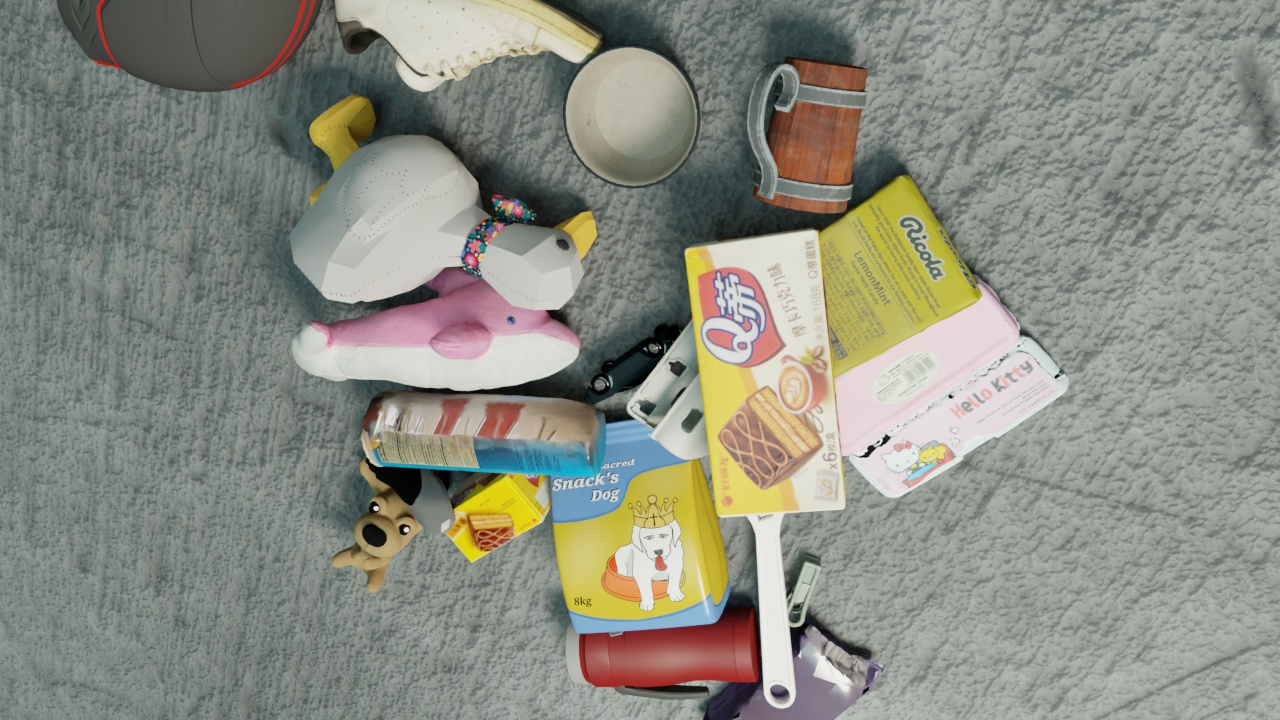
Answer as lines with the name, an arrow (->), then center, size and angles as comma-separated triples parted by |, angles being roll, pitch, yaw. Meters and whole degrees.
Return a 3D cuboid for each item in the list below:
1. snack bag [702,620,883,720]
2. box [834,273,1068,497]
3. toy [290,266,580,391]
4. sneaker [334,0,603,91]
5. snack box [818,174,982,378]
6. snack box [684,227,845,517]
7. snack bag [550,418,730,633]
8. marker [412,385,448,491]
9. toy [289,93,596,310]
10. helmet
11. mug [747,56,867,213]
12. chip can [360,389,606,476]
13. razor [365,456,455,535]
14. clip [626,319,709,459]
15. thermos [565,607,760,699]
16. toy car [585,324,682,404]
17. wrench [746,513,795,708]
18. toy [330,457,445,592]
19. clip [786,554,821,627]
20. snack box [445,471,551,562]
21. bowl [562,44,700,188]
snack bag -> 0.159, 0.370, 0.995 | 0.096, 0.058, 0.206 | 36, 117, -3
box -> 0.261, 0.033, 0.829 | 0.202, 0.044, 0.154 | -40, 100, 24
toy -> -0.192, -0.034, 0.875 | 0.265, 0.187, 0.127 | -4, 75, -8
sneaker -> -0.154, -0.272, 0.771 | 0.241, 0.088, 0.102 | 19, 108, 10
snack box -> 0.182, -0.059, 0.790 | 0.181, 0.045, 0.121 | -33, 84, 28
snack box -> 0.106, 0.010, 0.769 | 0.110, 0.061, 0.230 | -6, 98, 13
snack bag -> -0.006, 0.161, 0.929 | 0.159, 0.102, 0.205 | -10, 98, 18
marker -> -0.226, 0.083, 0.984 | 0.016, 0.022, 0.139 | 0, 114, 20
toy -> -0.184, -0.115, 0.803 | 0.267, 0.245, 0.141 | 36, 135, 18
helmet -> -0.349, -0.325, 0.755 | 0.170, 0.163, 0.265 | 33, 117, 0
mug -> 0.126, -0.181, 0.733 | 0.081, 0.117, 0.111 | 29, 119, 42
chip can -> -0.151, 0.071, 0.896 | 0.230, 0.079, 0.080 | 2, 113, 11
razor -> -0.233, 0.128, 0.948 | 0.156, 0.060, 0.057 | 35, 96, 34
clip -> 0.080, 0.043, 0.842 | 0.151, 0.091, 0.126 | 36, 105, -10
thermos -> 0.026, 0.318, 0.991 | 0.199, 0.083, 0.108 | -5, 111, 14
toy car -> -0.005, 0.005, 0.882 | 0.112, 0.046, 0.034 | -34, 100, 26
wrench -> 0.133, 0.225, 0.929 | 0.066, 0.018, 0.273 | -2, 100, 20
toy -> -0.282, 0.190, 1.009 | 0.134, 0.105, 0.108 | 35, 106, 1
clip -> 0.168, 0.238, 0.953 | 0.023, 0.035, 0.074 | 18, 110, 7
snack box -> -0.146, 0.146, 0.958 | 0.106, 0.083, 0.061 | -32, 104, 23
bowl -> -0.002, -0.210, 0.778 | 0.115, 0.059, 0.116 | 5, 114, 12
